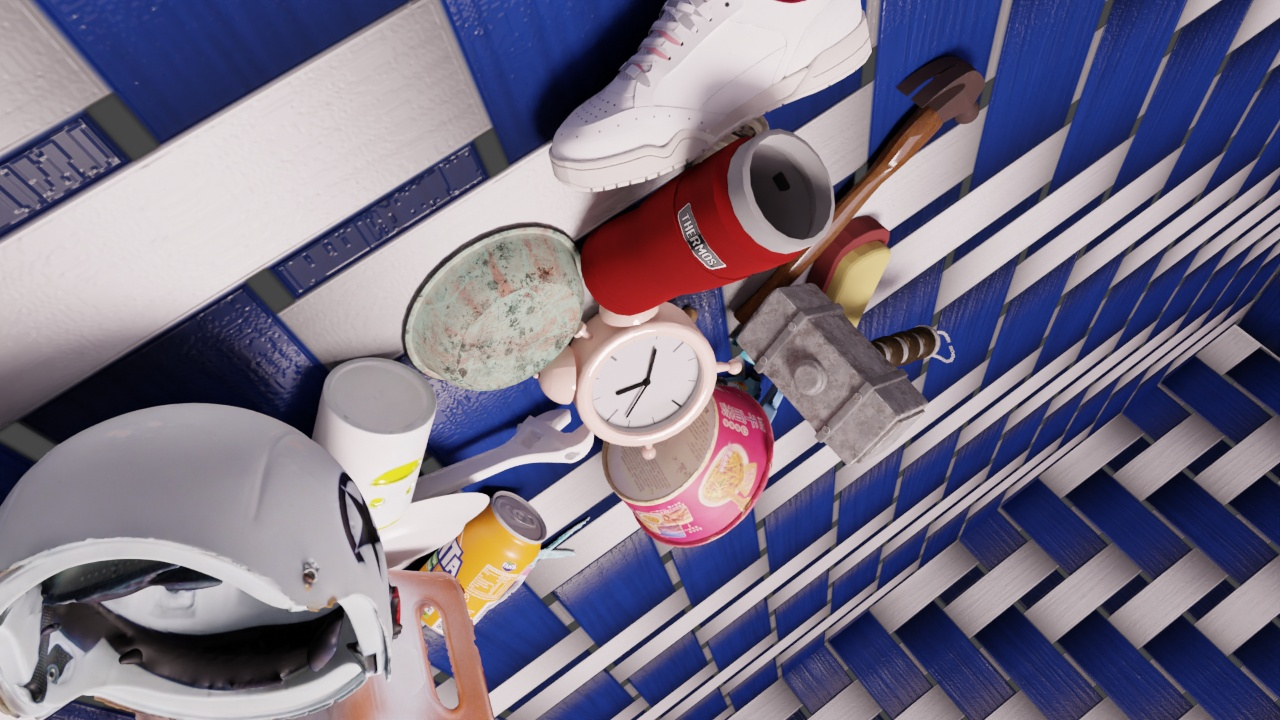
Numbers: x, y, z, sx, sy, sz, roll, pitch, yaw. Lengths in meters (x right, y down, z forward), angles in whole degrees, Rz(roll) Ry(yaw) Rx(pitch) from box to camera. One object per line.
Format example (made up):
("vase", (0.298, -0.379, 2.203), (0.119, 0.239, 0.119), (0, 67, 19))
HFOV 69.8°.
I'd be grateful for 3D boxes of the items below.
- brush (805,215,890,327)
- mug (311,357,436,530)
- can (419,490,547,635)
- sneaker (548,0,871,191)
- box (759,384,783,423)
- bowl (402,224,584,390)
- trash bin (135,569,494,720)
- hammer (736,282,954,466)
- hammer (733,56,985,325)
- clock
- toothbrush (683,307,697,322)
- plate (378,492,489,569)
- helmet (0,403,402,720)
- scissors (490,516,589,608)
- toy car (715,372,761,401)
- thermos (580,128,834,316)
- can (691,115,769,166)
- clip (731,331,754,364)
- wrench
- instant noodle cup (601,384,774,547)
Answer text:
("brush", (0.221, -0.077, 1.011), (0.082, 0.042, 0.174), (-22, 146, -29))
("mug", (-0.201, 0.063, 0.679), (0.082, 0.082, 0.106), (-13, 140, -40))
("can", (-0.163, 0.204, 0.919), (0.143, 0.079, 0.079), (-48, 150, 15))
("sneaker", (0.036, -0.204, 0.597), (0.236, 0.090, 0.104), (-27, 127, -6))
("box", (0.117, 0.105, 1.084), (0.125, 0.021, 0.210), (-54, 174, -43))
("bowl", (-0.102, -0.030, 0.708), (0.157, 0.038, 0.158), (-28, 149, -19))
("trash bin", (-0.277, 0.294, 0.766), (0.260, 0.181, 0.157), (-29, 152, 18))
("hammer", (0.255, -0.006, 0.977), (0.325, 0.177, 0.080), (-12, 146, -50))
("hammer", (0.207, -0.156, 0.899), (0.323, 0.033, 0.115), (-49, 151, 17))
("clock", (-0.005, 0.005, 0.830), (0.131, 0.086, 0.160), (-46, 132, 11))
("toothbrush", (0.002, 0.012, 0.909), (0.167, 0.016, 0.016), (-50, 149, 19))
("plate", (-0.218, 0.161, 0.794), (0.188, 0.016, 0.189), (-21, 164, -7))
("helmet", (-0.276, 0.129, 0.592), (0.236, 0.163, 0.264), (-6, 142, -1))
("scissors", (-0.136, 0.239, 1.070), (0.173, 0.013, 0.170), (-49, 153, 14))
("toy car", (0.102, 0.046, 1.059), (0.107, 0.027, 0.060), (-4, 135, -46))
("thermos", (0.047, -0.096, 0.653), (0.107, 0.084, 0.199), (-40, -168, -33))
("can", (0.064, -0.135, 0.739), (0.054, 0.054, 0.136), (-25, 147, -24))
("clip", (0.141, -0.014, 1.013), (0.120, 0.104, 0.027), (15, 117, -48))
("wrench", (-0.166, 0.104, 0.805), (0.272, 0.066, 0.018), (-21, 129, -22))
("instant noodle cup", (0.037, 0.089, 0.918), (0.179, 0.178, 0.077), (-45, 134, 9))
